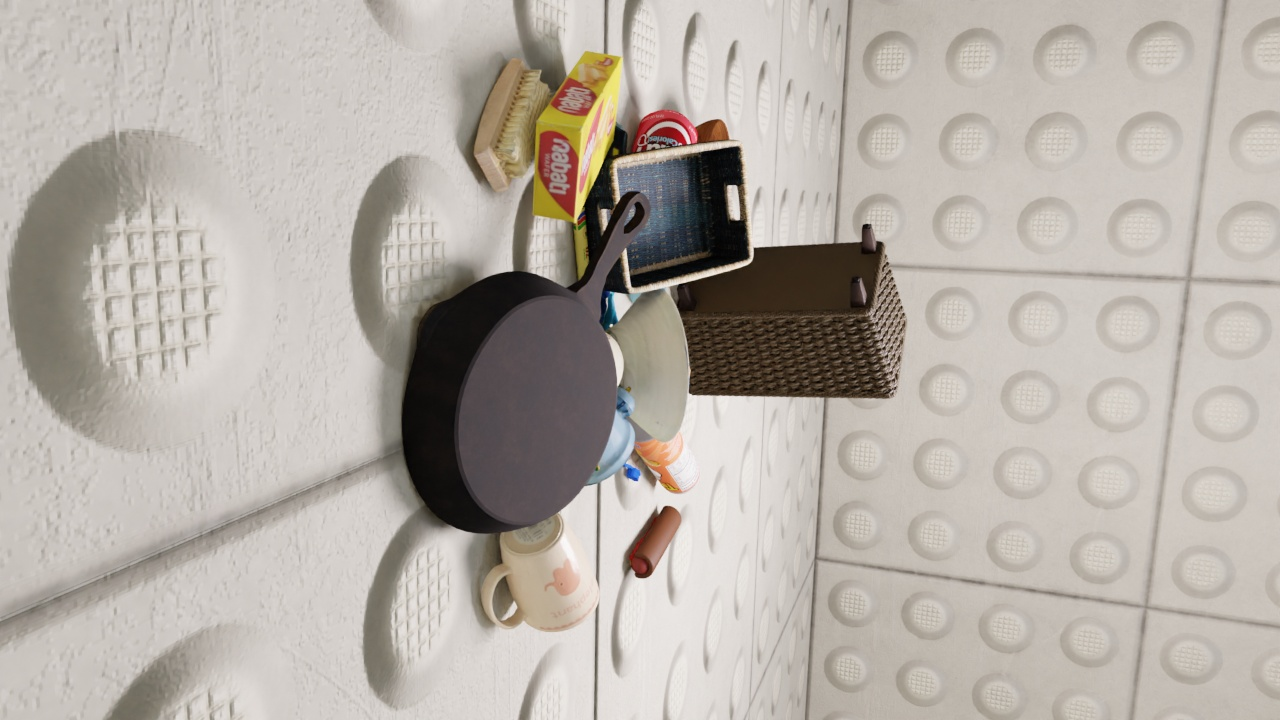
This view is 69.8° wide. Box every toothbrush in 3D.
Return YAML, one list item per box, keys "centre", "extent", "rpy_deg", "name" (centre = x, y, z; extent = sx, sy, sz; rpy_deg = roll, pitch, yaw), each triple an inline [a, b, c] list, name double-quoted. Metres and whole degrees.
- centre: [-0.032, 0.120, 1.141]
  extent: [0.187, 0.016, 0.011]
  rpy_deg: [52, 46, -60]
  name: "toothbrush"

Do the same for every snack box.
- centre: [-0.057, -0.216, 0.864]
  extent: [0.200, 0.042, 0.092]
  rpy_deg: [-75, 175, -54]
  name: "snack box"

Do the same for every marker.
- centre: [-0.062, -0.100, 0.996]
  extent: [0.014, 0.014, 0.132]
  rpy_deg: [-50, 141, -59]
  name: "marker"

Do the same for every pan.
- centre: [-0.067, -0.012, 0.804]
  extent: [0.355, 0.043, 0.249]
  rpy_deg: [-61, 139, -23]
  name: "pan"

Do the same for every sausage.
- centre: [0.021, 0.254, 1.290]
  extent: [0.155, 0.040, 0.040]
  rpy_deg: [-45, 137, -64]
  name: "sausage"

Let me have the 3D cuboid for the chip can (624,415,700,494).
- centre: [0.031, 0.120, 1.246]
  extent: [0.210, 0.062, 0.062]
  rpy_deg: [59, 40, -59]
  name: "chip can"

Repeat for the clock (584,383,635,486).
- centre: [-0.052, 0.070, 0.954]
  extent: [0.052, 0.089, 0.124]
  rpy_deg: [54, 38, -36]
  name: "clock"

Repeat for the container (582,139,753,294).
- centre: [0.030, -0.162, 1.017]
  extent: [0.187, 0.071, 0.145]
  rpy_deg: [-17, 108, -34]
  name: "container"

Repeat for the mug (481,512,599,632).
- centre: [-0.102, 0.205, 0.875]
  extent: [0.111, 0.085, 0.104]
  rpy_deg: [-35, 132, -27]
  name: "mug"

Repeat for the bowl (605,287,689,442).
- centre: [-0.006, 0.006, 1.021]
  extent: [0.177, 0.057, 0.176]
  rpy_deg: [175, -90, -70]
  name: "bowl"

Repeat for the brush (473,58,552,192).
- centre: [-0.109, -0.205, 0.795]
  extent: [0.049, 0.039, 0.116]
  rpy_deg: [65, 32, -54]
  name: "brush"

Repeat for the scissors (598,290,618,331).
- centre: [-0.038, -0.093, 1.071]
  extent: [0.086, 0.016, 0.135]
  rpy_deg: [32, 63, -67]
  name: "scissors"

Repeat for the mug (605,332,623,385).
- centre: [-0.082, 0.019, 0.899]
  extent: [0.097, 0.081, 0.122]
  rpy_deg: [20, 92, -63]
  name: "mug"

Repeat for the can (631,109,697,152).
- centre: [0.021, -0.231, 1.112]
  extent: [0.074, 0.074, 0.142]
  rpy_deg: [62, 37, -58]
  name: "can"

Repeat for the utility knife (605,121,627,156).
- centre: [-0.033, -0.189, 1.040]
  extent: [0.020, 0.029, 0.171]
  rpy_deg: [11, 83, -77]
  name: "utility knife"

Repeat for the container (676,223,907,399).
- centre: [0.217, -0.076, 1.371]
  extent: [0.176, 0.322, 0.205]
  rpy_deg: [-68, 148, -41]
  name: "container"

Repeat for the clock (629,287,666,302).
- centre: [0.011, -0.119, 1.160]
  extent: [0.087, 0.042, 0.123]
  rpy_deg: [-61, 151, -50]
  name: "clock"

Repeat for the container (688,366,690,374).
- centre: [0.023, 0.012, 1.198]
  extent: [0.114, 0.061, 0.063]
  rpy_deg: [62, 37, -58]
  name: "container"

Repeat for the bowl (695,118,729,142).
- centre: [0.077, -0.259, 1.275]
  extent: [0.147, 0.069, 0.147]
  rpy_deg: [5, 89, -72]
  name: "bowl"
